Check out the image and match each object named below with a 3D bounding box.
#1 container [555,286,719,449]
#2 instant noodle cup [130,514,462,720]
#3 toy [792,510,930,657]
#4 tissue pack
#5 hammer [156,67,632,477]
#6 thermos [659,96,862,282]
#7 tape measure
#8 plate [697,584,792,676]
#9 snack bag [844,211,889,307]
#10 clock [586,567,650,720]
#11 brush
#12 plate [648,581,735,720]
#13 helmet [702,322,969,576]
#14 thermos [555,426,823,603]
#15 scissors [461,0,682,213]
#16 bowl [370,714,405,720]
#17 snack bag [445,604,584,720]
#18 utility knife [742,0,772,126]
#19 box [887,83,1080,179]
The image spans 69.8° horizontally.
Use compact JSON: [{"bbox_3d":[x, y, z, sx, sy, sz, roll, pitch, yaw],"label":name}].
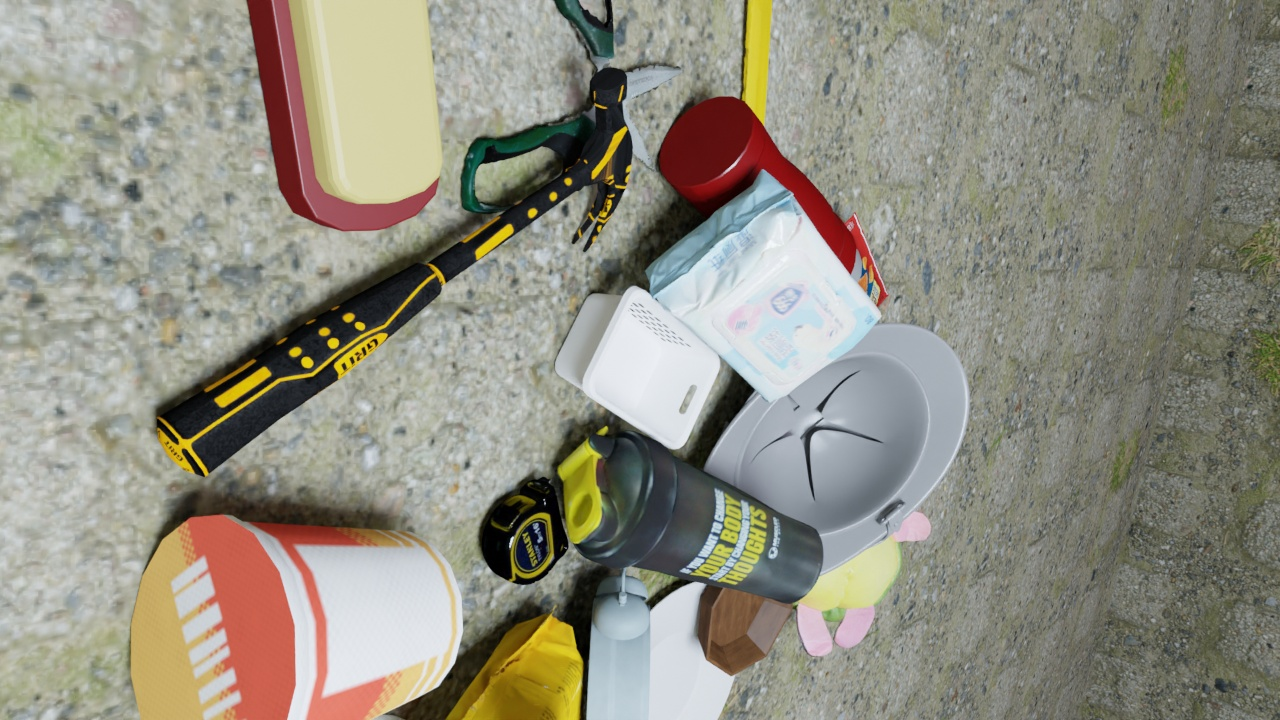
[{"bbox_3d":[-0.004,0.004,0.659,0.129,0.050,0.080,37,75,-49],"label":"container"},{"bbox_3d":[-0.168,0.139,0.473,0.121,0.123,0.123,9,96,-58],"label":"instant noodle cup"},{"bbox_3d":[0.195,0.177,0.920,0.190,0.088,0.238,0,94,-10],"label":"toy"},{"bbox_3d":[0.095,-0.042,0.658,0.112,0.070,0.182,-41,137,10],"label":"tissue pack"},{"bbox_3d":[-0.116,-0.044,0.510,0.319,0.036,0.123,-41,156,-28],"label":"hammer"},{"bbox_3d":[0.094,-0.101,0.707,0.198,0.084,0.108,37,74,-47],"label":"thermos"},{"bbox_3d":[-0.080,0.120,0.626,0.061,0.034,0.062,-36,128,-39],"label":"tape measure"},{"bbox_3d":[0.095,0.224,0.845,0.131,0.025,0.131,-18,117,-41],"label":"plate"},{"bbox_3d":[0.177,-0.045,0.859,0.144,0.039,0.131,-53,138,-13],"label":"snack bag"},{"bbox_3d":[-0.016,0.227,0.682,0.122,0.045,0.159,-127,-140,-88],"label":"clock"},{"bbox_3d":[-0.139,-0.149,0.449,0.082,0.042,0.173,-23,121,-43],"label":"brush"},{"bbox_3d":[0.023,0.295,0.827,0.208,0.015,0.209,-21,119,-44],"label":"plate"},{"bbox_3d":[0.153,0.071,0.821,0.271,0.117,0.183,-40,106,0],"label":"helmet"},{"bbox_3d":[0.038,0.121,0.681,0.220,0.098,0.098,25,84,-33],"label":"thermos"},{"bbox_3d":[-0.045,-0.189,0.568,0.201,0.015,0.204,-35,127,-36],"label":"scissors"},{"bbox_3d":[-0.168,0.288,0.573,0.114,0.051,0.115,-21,119,-44],"label":"bowl"},{"bbox_3d":[-0.087,0.310,0.619,0.159,0.068,0.247,-47,142,-66],"label":"snack bag"},{"bbox_3d":[0.091,-0.247,0.701,0.030,0.019,0.225,-27,128,-47],"label":"utility knife"},{"bbox_3d":[0.143,-0.362,0.555,0.213,0.172,0.478,-31,87,-38],"label":"box"}]
